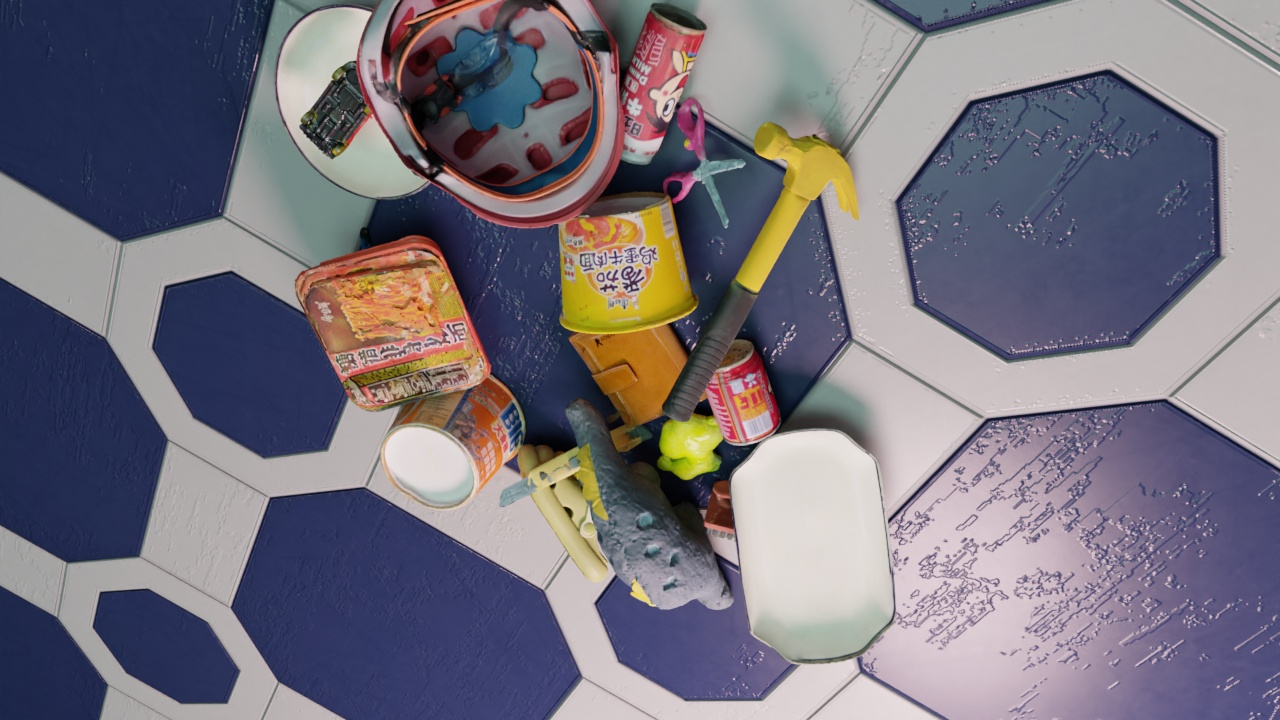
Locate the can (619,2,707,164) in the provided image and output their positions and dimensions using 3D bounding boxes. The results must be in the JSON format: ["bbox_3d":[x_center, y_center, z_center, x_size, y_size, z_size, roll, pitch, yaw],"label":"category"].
[{"bbox_3d":[0.011,-0.247,0.828,0.053,0.053,0.133,25,124,1],"label":"can"}]

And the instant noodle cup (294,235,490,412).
[{"bbox_3d":[-0.264,-0.046,0.995,0.164,0.079,0.189,-14,122,5],"label":"instant noodle cup"}]

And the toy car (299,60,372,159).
[{"bbox_3d":[-0.284,-0.243,0.884,0.049,0.031,0.107,44,124,-11],"label":"toy car"}]

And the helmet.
[{"bbox_3d":[-0.128,-0.246,0.814,0.207,0.144,0.240,-32,123,1],"label":"helmet"}]

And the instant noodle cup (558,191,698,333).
[{"bbox_3d":[-0.019,-0.098,0.883,0.138,0.137,0.110,-2,111,18],"label":"instant noodle cup"}]

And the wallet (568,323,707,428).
[{"bbox_3d":[-0.006,0.006,0.999,0.119,0.035,0.131,-26,110,21],"label":"wallet"}]

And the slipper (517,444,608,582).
[{"bbox_3d":[-0.079,0.173,1.098,0.081,0.092,0.190,-31,101,-12],"label":"slipper"}]

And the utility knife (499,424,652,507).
[{"bbox_3d":[-0.076,0.116,1.040,0.190,0.020,0.031,-26,89,-3],"label":"utility knife"}]

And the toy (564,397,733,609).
[{"bbox_3d":[0.017,0.199,1.029,0.092,0.137,0.356,-23,122,23],"label":"toy"}]

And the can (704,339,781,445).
[{"bbox_3d":[0.103,0.032,0.958,0.067,0.066,0.094,-12,116,23],"label":"can"}]

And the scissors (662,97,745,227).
[{"bbox_3d":[0.053,-0.173,0.843,0.131,0.017,0.133,-47,55,51],"label":"scissors"}]

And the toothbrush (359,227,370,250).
[{"bbox_3d":[-0.307,-0.063,1.056,0.014,0.016,0.190,5,120,5],"label":"toothbrush"}]

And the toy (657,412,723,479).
[{"bbox_3d":[0.055,0.096,1.024,0.097,0.031,0.100,-20,128,20],"label":"toy"}]

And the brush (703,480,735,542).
[{"bbox_3d":[0.148,0.177,1.033,0.146,0.063,0.069,15,136,7],"label":"brush"}]

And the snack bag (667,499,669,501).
[{"bbox_3d":[0.017,0.211,1.114,0.048,0.026,0.104,-8,118,-2],"label":"snack bag"}]

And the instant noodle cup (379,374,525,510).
[{"bbox_3d":[-0.223,0.094,1.066,0.151,0.111,0.152,8,122,13],"label":"instant noodle cup"}]

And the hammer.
[{"bbox_3d":[0.099,-0.069,0.860,0.128,0.033,0.301,14,116,-30],"label":"hammer"}]

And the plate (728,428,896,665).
[{"bbox_3d":[0.184,0.198,0.987,0.162,0.034,0.266,-9,100,7],"label":"plate"}]

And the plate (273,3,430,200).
[{"bbox_3d":[-0.269,-0.257,0.915,0.192,0.038,0.193,8,122,13],"label":"plate"}]
